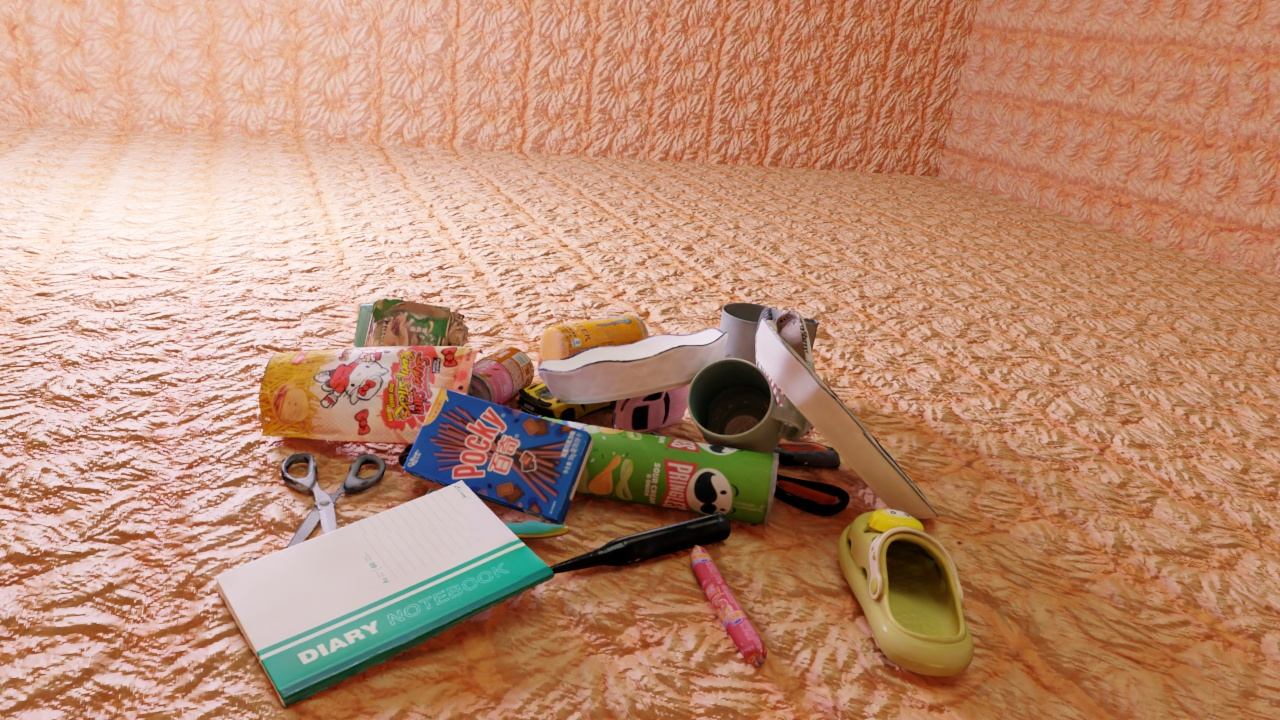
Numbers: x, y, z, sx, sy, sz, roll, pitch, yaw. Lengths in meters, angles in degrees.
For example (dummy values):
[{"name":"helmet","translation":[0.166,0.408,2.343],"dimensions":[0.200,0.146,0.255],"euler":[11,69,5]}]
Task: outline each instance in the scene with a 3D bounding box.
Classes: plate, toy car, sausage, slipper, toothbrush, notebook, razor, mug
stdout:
[{"name":"plate","translation":[0.197,0.066,0.904],"dimensions":[0.265,0.034,0.162],"euler":[45,9,-24]},{"name":"plate","translation":[-0.006,0.006,0.976],"dimensions":[0.205,0.045,0.205],"euler":[-11,5,1]},{"name":"toy car","translation":[-0.075,0.039,1.067],"dimensions":[0.071,0.041,0.155],"euler":[24,25,36]},{"name":"sausage","translation":[0.067,0.194,0.739],"dimensions":[0.020,0.020,0.156],"euler":[0,22,-17]},{"name":"slipper","translation":[0.225,0.175,0.756],"dimensions":[0.091,0.082,0.190],"euler":[9,23,-4]},{"name":"toothbrush","translation":[-0.014,0.162,0.785],"dimensions":[0.212,0.026,0.027],"euler":[-7,38,-31]},{"name":"notebook","translation":[-0.192,0.165,0.695],"dimensions":[0.208,0.012,0.150],"euler":[-19,33,-33]},{"name":"razor","translation":[-0.125,0.139,0.805],"dimensions":[0.133,0.028,0.043],"euler":[11,-12,16]},{"name":"mug","translation":[0.159,-0.011,1.186],"dimensions":[0.124,0.103,0.083],"euler":[9,21,3]},{"name":"mug","translation":[0.111,0.057,0.919],"dimensions":[0.112,0.082,0.106],"euler":[11,-19,20]},{"name":"toy car","translation":[0.016,0.054,1.037],"dimensions":[0.037,0.056,0.122],"euler":[20,24,39]}]

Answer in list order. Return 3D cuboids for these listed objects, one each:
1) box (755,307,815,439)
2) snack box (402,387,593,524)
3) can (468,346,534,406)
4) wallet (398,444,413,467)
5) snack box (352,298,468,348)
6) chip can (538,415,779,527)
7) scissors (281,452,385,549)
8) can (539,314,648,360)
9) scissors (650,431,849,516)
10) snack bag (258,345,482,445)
[{"name":"box","translation":[0.177,0.017,1.085],"dimensions":[0.079,0.074,0.163],"euler":[0,61,-11]},{"name":"snack box","translation":[-0.130,0.086,0.840],"dimensions":[0.157,0.084,0.026],"euler":[15,-20,14]},{"name":"can","translation":[-0.166,0.025,1.024],"dimensions":[0.058,0.058,0.147],"euler":[11,13,9]},{"name":"wallet","translation":[-0.184,0.086,0.941],"dimensions":[0.096,0.020,0.122],"euler":[12,20,0]},{"name":"snack box","translation":[-0.274,-0.013,1.044],"dimensions":[0.117,0.118,0.106],"euler":[8,5,-38]},{"name":"chip can","translation":[0.010,0.106,0.878],"dimensions":[0.236,0.072,0.072],"euler":[9,21,6]},{"name":"scissors","translation":[-0.280,0.124,0.817],"dimensions":[0.159,0.014,0.171],"euler":[20,26,30]},{"name":"can","translation":[-0.060,-0.025,1.214],"dimensions":[0.145,0.058,0.058],"euler":[-12,28,-41]},{"name":"scissors","translation":[0.123,0.111,0.970],"dimensions":[0.220,0.022,0.224],"euler":[-6,25,-32]},{"name":"snack bag","translation":[-0.271,0.033,0.926],"dimensions":[0.208,0.073,0.128],"euler":[0,49,9]}]
